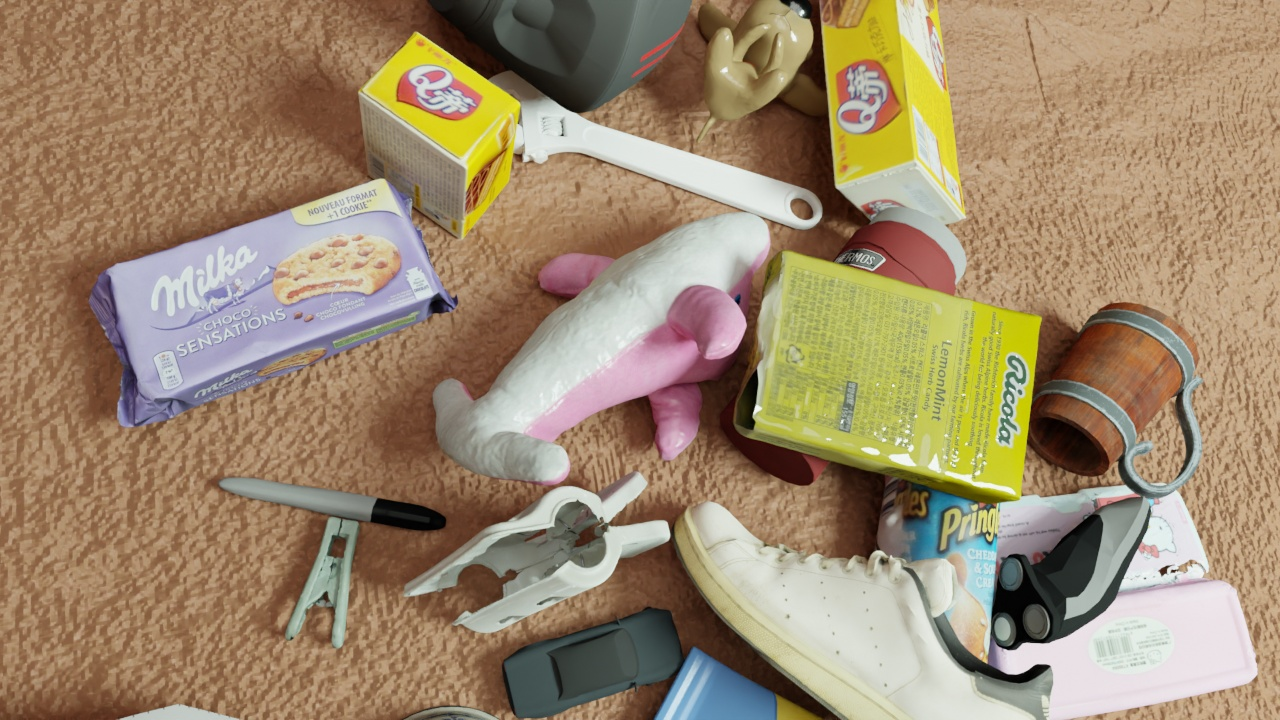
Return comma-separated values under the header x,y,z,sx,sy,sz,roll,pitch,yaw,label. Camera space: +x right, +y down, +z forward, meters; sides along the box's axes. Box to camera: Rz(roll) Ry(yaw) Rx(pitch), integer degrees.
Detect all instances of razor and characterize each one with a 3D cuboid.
x,y,z,sx,sy,sz,roll,pitch,yaw,label
0.291,0.135,0.604,0.156,0.057,0.060,-21,75,-28,razor

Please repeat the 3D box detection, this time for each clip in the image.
x,y,z,sx,sy,sz,roll,pitch,yaw,label
-0.048,0.120,0.540,0.151,0.126,0.091,-1,68,-40,clip
-0.186,0.132,0.550,0.035,0.023,0.074,11,68,-8,clip

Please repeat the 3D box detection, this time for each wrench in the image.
x,y,z,sx,sy,sz,roll,pitch,yaw,label
0.010,-0.151,0.688,0.273,0.018,0.066,17,69,-8,wrench

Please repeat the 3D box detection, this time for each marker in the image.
x,y,z,sx,sy,sz,roll,pitch,yaw,label
-0.188,0.087,0.563,0.138,0.022,0.016,12,75,-10,marker

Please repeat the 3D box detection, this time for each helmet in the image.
x,y,z,sx,sy,sz,roll,pitch,yaw,label
-0.049,-0.285,0.638,0.169,0.165,0.264,3,53,-29,helmet

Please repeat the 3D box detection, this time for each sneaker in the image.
x,y,z,sx,sy,sz,roll,pitch,yaw,label
0.126,0.142,0.533,0.241,0.089,0.102,37,95,27,sneaker

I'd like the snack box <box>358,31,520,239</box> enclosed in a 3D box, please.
x,y,z,sx,sy,sz,roll,pitch,yaw,label
-0.132,-0.145,0.606,0.083,0.106,0.061,34,68,0,snack box

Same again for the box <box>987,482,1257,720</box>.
x,y,z,sx,sy,sz,roll,pitch,yaw,label
0.321,0.164,0.641,0.201,0.045,0.154,-5,73,-13,box

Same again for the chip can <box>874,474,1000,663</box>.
x,y,z,sx,sy,sz,roll,pitch,yaw,label
0.193,0.133,0.604,0.080,0.080,0.229,15,72,-8,chip can

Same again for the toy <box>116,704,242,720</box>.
x,y,z,sx,sy,sz,roll,pitch,yaw,label
-0.272,0.279,0.429,0.245,0.141,0.267,-40,109,-38,toy

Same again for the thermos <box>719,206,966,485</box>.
x,y,z,sx,sy,sz,roll,pitch,yaw,label
0.149,-0.005,0.642,0.198,0.084,0.108,-50,119,-19,thermos

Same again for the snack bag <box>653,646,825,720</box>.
x,y,z,sx,sy,sz,roll,pitch,yaw,label
0.083,0.285,0.525,0.205,0.102,0.158,29,68,9,snack bag

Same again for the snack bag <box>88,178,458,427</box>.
x,y,z,sx,sy,sz,roll,pitch,yaw,label
-0.229,-0.036,0.576,0.205,0.058,0.096,-22,76,-16,snack bag

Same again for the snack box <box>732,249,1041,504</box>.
x,y,z,sx,sy,sz,roll,pitch,yaw,label
0.151,0.010,0.566,0.181,0.045,0.121,14,75,-8,snack box

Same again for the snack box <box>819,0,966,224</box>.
x,y,z,sx,sy,sz,roll,pitch,yaw,label
0.190,-0.220,0.699,0.110,0.062,0.230,22,61,-51,snack box

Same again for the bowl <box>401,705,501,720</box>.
x,y,z,sx,sy,sz,roll,pitch,yaw,label
-0.107,0.254,0.507,0.115,0.059,0.115,4,72,-12,bowl

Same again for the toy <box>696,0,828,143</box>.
x,y,z,sx,sy,sz,roll,pitch,yaw,label
0.085,-0.221,0.685,0.134,0.106,0.108,38,47,1,toy

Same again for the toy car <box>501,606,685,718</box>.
x,y,z,sx,sy,sz,roll,pitch,yaw,label
-0.027,0.185,0.561,0.112,0.034,0.046,-12,75,-16,toy car

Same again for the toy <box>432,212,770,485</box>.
x,y,z,sx,sy,sz,roll,pitch,yaw,label
-0.004,0.003,0.595,0.265,0.187,0.128,-36,123,-23,toy

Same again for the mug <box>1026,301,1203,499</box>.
x,y,z,sx,sy,sz,roll,pitch,yaw,label
0.354,0.033,0.667,0.117,0.081,0.111,39,71,21,mug
